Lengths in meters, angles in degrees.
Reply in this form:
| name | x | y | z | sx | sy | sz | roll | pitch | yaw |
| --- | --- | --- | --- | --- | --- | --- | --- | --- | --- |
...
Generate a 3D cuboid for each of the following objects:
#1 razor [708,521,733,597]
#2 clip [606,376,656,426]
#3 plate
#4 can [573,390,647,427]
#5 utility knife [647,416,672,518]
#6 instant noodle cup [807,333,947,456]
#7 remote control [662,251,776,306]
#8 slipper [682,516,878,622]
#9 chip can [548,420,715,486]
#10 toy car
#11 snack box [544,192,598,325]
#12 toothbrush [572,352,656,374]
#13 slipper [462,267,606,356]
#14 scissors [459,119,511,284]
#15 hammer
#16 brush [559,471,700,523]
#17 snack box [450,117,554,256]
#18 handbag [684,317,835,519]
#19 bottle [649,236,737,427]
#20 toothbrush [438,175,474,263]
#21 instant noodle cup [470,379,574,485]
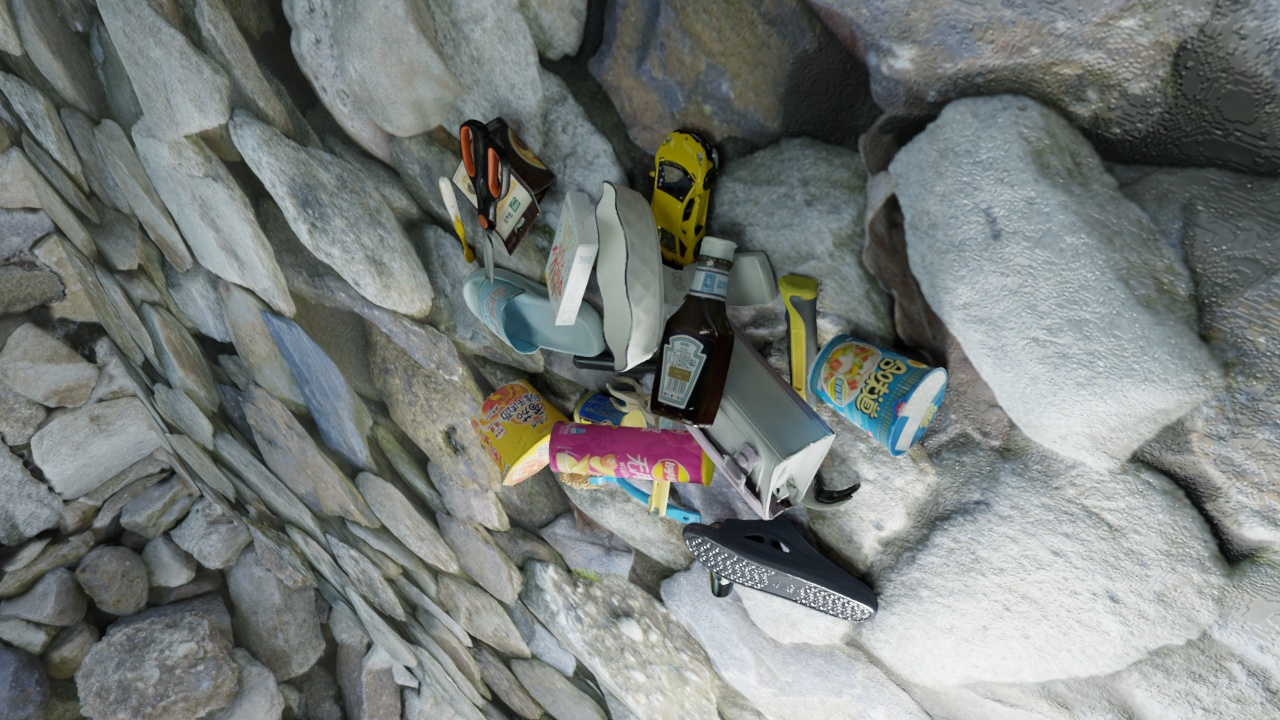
| name | x | y | z | sx | sy | sz | roll | pitch | yaw |
| --- | --- | --- | --- | --- | --- | --- | --- | --- | --- |
| razor | 0.117 | 0.292 | 1.326 | 0.168 | 0.062 | 0.067 | 86 | 160 | -49 |
| clip | -0.003 | 0.054 | 1.222 | 0.100 | 0.071 | 0.035 | 22 | 138 | 36 |
| plate | -0.014 | -0.092 | 1.004 | 0.205 | 0.045 | 0.205 | 174 | 91 | -80 |
| can | -0.037 | 0.099 | 1.289 | 0.083 | 0.057 | 0.102 | 14 | 133 | 35 |
| utility knife | 0.030 | 0.146 | 1.287 | 0.031 | 0.021 | 0.211 | 18 | 123 | 18 |
| instant noodle cup | 0.231 | 0.026 | 0.915 | 0.110 | 0.099 | 0.099 | 33 | 143 | 34 |
| remote control | 0.082 | -0.089 | 1.011 | 0.150 | 0.021 | 0.058 | 4 | 120 | 45 |
| slipper | 0.186 | 0.260 | 1.205 | 0.268 | 0.083 | 0.111 | 21 | 149 | 6 |
| chip can | -0.011 | 0.120 | 1.200 | 0.211 | 0.071 | 0.071 | 3 | 130 | 14 |
| toy car | 0.040 | -0.167 | 0.959 | 0.071 | 0.041 | 0.156 | 36 | 140 | 26 |
| snack box | -0.085 | -0.121 | 1.114 | 0.157 | 0.026 | 0.084 | 115 | 147 | -52 |
| toothbrush | -0.007 | 0.007 | 1.193 | 0.213 | 0.027 | 0.026 | 7 | 166 | 43 |
| slipper | -0.152 | -0.053 | 1.247 | 0.246 | 0.074 | 0.104 | 18 | 137 | 33 |
| scissors | -0.193 | -0.192 | 1.122 | 0.142 | 0.021 | 0.236 | 55 | 149 | 11 |
| hammer | 0.186 | 0.048 | 1.028 | 0.126 | 0.031 | 0.324 | 20 | 136 | 33 |
| brush | -0.024 | 0.191 | 1.378 | 0.255 | 0.045 | 0.083 | 21 | 137 | 24 |
| snack box | -0.167 | -0.212 | 1.125 | 0.125 | 0.053 | 0.113 | 48 | 145 | -1 |
| handbag | 0.110 | 0.067 | 1.030 | 0.197 | 0.098 | 0.145 | 52 | 159 | 31 |
| bottle | 0.062 | -0.031 | 0.961 | 0.080 | 0.044 | 0.195 | 16 | 96 | 39 |
| toothbrush | -0.247 | -0.187 | 1.228 | 0.018 | 0.016 | 0.192 | 45 | 162 | 21 |
| instant noodle cup | -0.182 | 0.102 | 1.383 | 0.110 | 0.137 | 0.138 | 47 | 146 | 13 |
